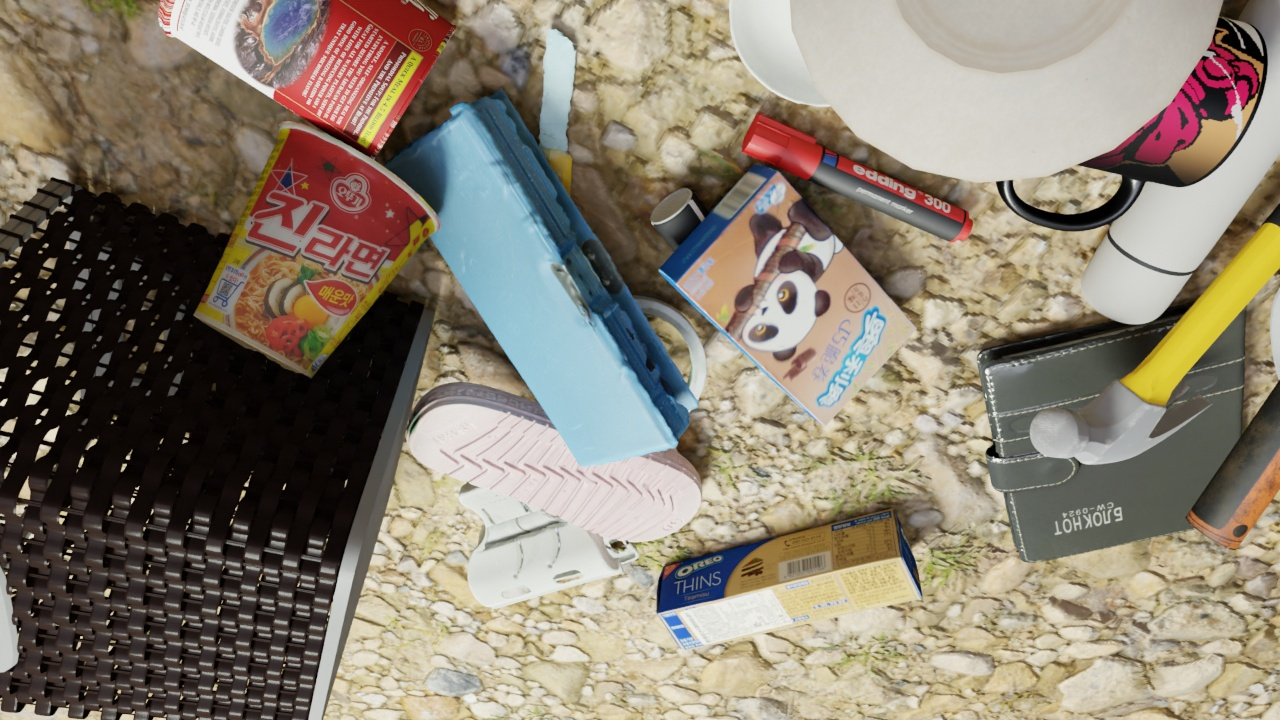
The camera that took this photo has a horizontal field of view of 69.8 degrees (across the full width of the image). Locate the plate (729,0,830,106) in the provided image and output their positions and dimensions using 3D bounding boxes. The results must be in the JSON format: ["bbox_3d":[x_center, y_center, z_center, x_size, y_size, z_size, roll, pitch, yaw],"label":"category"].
[{"bbox_3d":[0.098,-0.185,0.470,0.104,0.026,0.104,3,130,3],"label":"plate"}]

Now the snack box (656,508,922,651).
[{"bbox_3d":[0.117,0.180,0.748,0.207,0.057,0.056,-19,121,20],"label":"snack box"}]

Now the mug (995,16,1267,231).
[{"bbox_3d":[0.233,-0.122,0.468,0.098,0.081,0.118,12,121,-4],"label":"mug"}]

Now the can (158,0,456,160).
[{"bbox_3d":[-0.167,-0.170,0.469,0.116,0.086,0.087,32,125,-20],"label":"can"}]

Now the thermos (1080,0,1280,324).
[{"bbox_3d":[0.309,-0.116,0.487,0.052,0.052,0.225,12,129,-4],"label":"thermos"}]

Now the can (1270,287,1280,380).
[{"bbox_3d":[0.465,-0.013,0.526,0.144,0.099,0.099,-11,127,14],"label":"can"}]

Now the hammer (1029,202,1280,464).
[{"bbox_3d":[0.348,-0.069,0.498,0.127,0.029,0.324,8,122,-39],"label":"hammer"}]

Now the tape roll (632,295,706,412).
[{"bbox_3d":[-0.004,0.004,0.614,0.094,0.018,0.094,0,102,-1],"label":"tape roll"}]

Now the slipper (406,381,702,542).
[{"bbox_3d":[-0.053,0.062,0.664,0.239,0.064,0.094,24,125,-31],"label":"slipper"}]

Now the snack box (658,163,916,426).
[{"bbox_3d":[0.093,-0.037,0.559,0.087,0.034,0.151,-47,118,3],"label":"snack box"}]

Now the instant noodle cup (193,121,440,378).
[{"bbox_3d":[-0.179,-0.054,0.498,0.100,0.112,0.100,26,166,7],"label":"instant noodle cup"}]

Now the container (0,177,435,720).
[{"bbox_3d":[-0.289,0.074,0.584,0.243,0.245,0.248,15,129,-11],"label":"container"}]

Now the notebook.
[{"bbox_3d":[0.332,0.058,0.645,0.170,0.029,0.209,-16,123,15],"label":"notebook"}]

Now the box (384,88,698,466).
[{"bbox_3d":[-0.056,-0.043,0.559,0.093,0.053,0.231,-19,110,43],"label":"box"}]

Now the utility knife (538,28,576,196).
[{"bbox_3d":[-0.059,-0.097,0.568,0.030,0.019,0.218,4,127,-8],"label":"utility knife"}]

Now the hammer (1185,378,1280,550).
[{"bbox_3d":[0.384,-0.035,0.460,0.138,0.035,0.315,18,112,-6],"label":"hammer"}]

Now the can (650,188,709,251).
[{"bbox_3d":[0.041,-0.067,0.568,0.032,0.031,0.080,-27,122,25],"label":"can"}]

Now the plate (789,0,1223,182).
[{"bbox_3d":[0.161,-0.175,0.403,0.189,0.027,0.188,0,93,10],"label":"plate"}]

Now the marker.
[{"bbox_3d":[0.129,-0.105,0.536,0.145,0.021,0.023,21,98,-11],"label":"marker"}]

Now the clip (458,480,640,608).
[{"bbox_3d":[-0.085,0.148,0.727,0.126,0.098,0.152,-20,135,17],"label":"clip"}]
